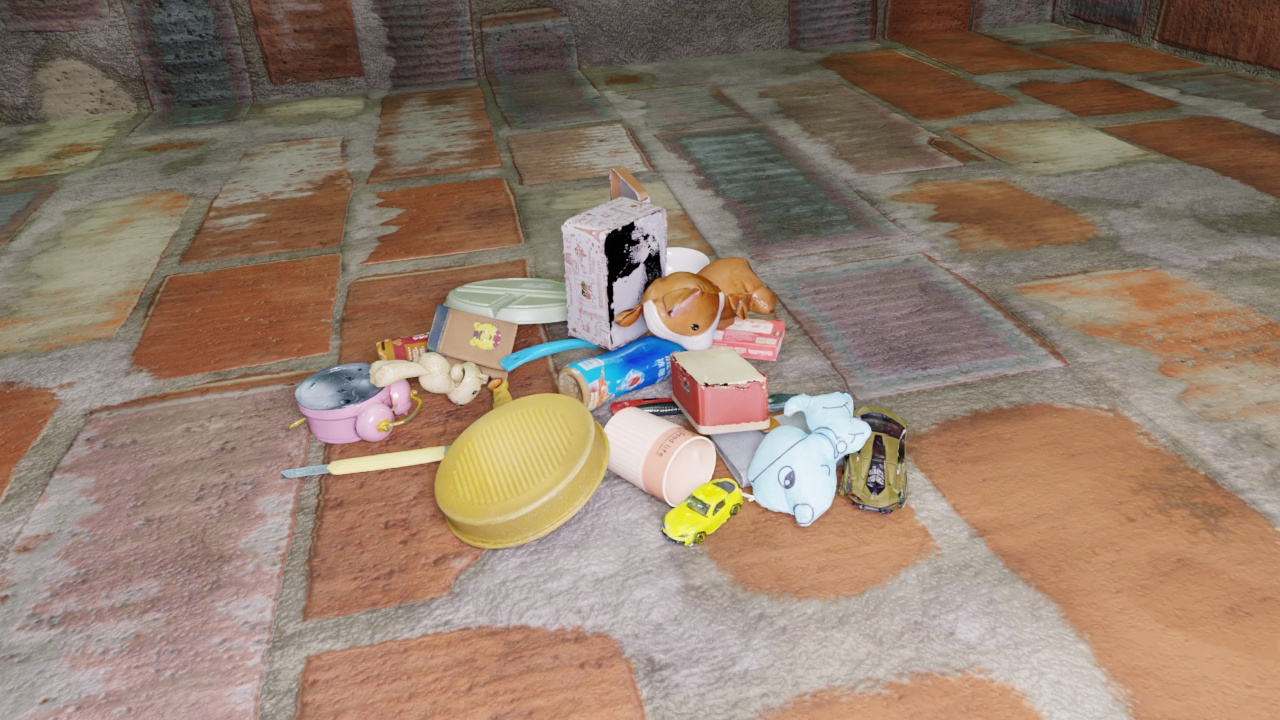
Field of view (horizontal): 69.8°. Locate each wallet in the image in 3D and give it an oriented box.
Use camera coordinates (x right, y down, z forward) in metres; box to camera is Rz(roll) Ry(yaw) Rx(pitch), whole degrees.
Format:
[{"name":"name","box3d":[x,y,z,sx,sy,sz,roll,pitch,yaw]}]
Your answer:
[{"name":"wallet","box3d":[0.157,0.097,1.065,0.129,0.037,0.106,-11,31,-14]},{"name":"wallet","box3d":[-0.231,-0.022,1.250,0.115,0.033,0.090,14,69,-12]}]

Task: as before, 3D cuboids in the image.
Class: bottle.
[{"name":"bottle","box3d":[-0.277,-0.016,1.286,0.174,0.057,0.057,-13,31,-16]},{"name":"bottle","box3d":[-0.007,0.007,1.207,0.218,0.065,0.065,-21,34,-38]}]

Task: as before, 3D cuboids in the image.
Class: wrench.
[{"name":"wrench","box3d":[0.098,0.059,1.158,0.273,0.016,0.056,0,25,5]}]

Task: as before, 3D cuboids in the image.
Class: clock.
[{"name":"clock","box3d":[-0.356,0.056,1.168,0.159,0.060,0.117,2,29,12]}]

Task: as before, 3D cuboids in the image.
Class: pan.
[{"name":"pan","box3d":[-0.150,0.090,1.073,0.197,0.078,0.357,-28,35,-4]}]

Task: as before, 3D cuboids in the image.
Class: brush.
[{"name":"brush","box3d":[-0.084,-0.029,1.291,0.254,0.046,0.083,-18,36,-35]}]

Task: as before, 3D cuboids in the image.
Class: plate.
[{"name":"plate","box3d":[-0.183,-0.093,1.391,0.230,0.027,0.230,2,17,-1]}]

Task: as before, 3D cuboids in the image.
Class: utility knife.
[{"name":"utility knife","box3d":[-0.322,0.120,1.092,0.204,0.021,0.031,-3,26,-12]}]

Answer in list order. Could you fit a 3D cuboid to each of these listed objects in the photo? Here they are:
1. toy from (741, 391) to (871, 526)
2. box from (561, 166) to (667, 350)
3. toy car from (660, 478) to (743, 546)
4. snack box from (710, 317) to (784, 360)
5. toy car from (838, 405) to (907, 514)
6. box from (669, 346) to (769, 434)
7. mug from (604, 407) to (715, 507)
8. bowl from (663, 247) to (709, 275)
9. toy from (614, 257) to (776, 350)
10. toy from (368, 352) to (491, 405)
[{"name":"toy","box3d":[0.176,0.103,0.990,0.156,0.050,0.161,-25,44,3]},{"name":"box","box3d":[-0.022,-0.148,1.286,0.134,0.180,0.269,4,31,9]},{"name":"toy car","box3d":[0.066,0.158,0.973,0.048,0.032,0.105,23,41,37]},{"name":"snack box","box3d":[0.125,-0.035,1.309,0.153,0.025,0.075,6,30,16]},{"name":"toy car","box3d":[0.258,0.104,1.009,0.070,0.042,0.157,10,43,6]},{"name":"box","box3d":[0.092,0.025,1.087,0.091,0.076,0.168,-5,14,-9]},{"name":"mug","box3d":[0.028,0.102,1.030,0.106,0.082,0.114,23,26,40]},{"name":"bowl","box3d":[0.049,-0.125,1.436,0.118,0.065,0.118,-3,31,1]},{"name":"toy","box3d":[0.076,-0.069,1.213,0.199,0.130,0.140,-8,-9,-43]},{"name":"toy","box3d":[-0.269,0.022,1.169,0.157,0.066,0.105,8,-6,-43]}]
